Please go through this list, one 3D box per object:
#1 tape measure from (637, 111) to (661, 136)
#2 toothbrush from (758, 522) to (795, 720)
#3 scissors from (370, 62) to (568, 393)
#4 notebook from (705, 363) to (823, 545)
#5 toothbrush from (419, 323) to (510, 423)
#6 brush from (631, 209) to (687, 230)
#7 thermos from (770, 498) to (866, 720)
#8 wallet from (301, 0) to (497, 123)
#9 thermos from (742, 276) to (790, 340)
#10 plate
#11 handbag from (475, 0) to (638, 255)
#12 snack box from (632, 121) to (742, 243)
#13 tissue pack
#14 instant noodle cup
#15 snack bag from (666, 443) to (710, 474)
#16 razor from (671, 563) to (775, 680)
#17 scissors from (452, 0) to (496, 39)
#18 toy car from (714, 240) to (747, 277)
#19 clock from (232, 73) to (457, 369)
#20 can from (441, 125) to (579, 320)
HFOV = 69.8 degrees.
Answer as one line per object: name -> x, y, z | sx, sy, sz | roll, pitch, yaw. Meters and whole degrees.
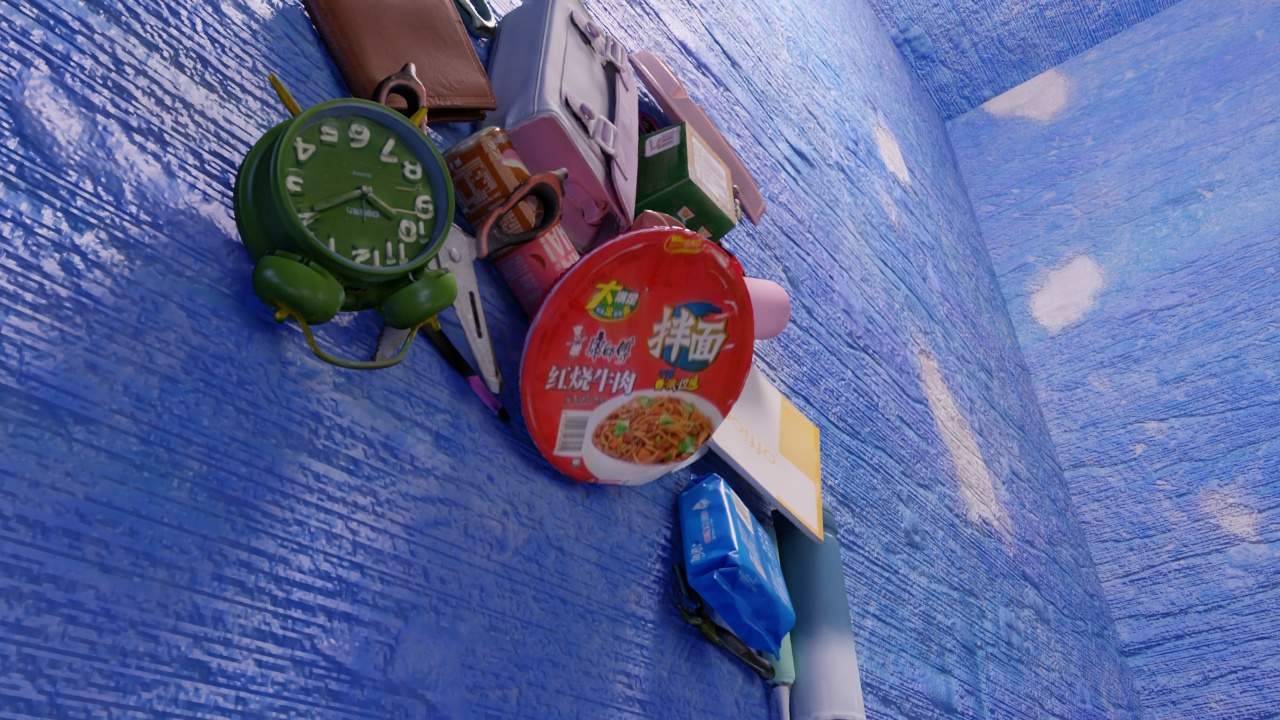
tape measure -> -0.001, -0.227, 0.950 | 0.058, 0.039, 0.057 | 62, 29, 4
toothbrush -> 0.117, 0.246, 0.795 | 0.026, 0.027, 0.224 | 28, 44, -37
scissors -> -0.122, -0.087, 0.597 | 0.189, 0.015, 0.221 | 48, 51, -20
notebook -> 0.124, 0.072, 0.889 | 0.146, 0.010, 0.205 | 43, 25, -10
toothbrush -> -0.139, -0.028, 0.590 | 0.189, 0.018, 0.014 | 53, 40, -24
brush -> 0.034, -0.060, 0.778 | 0.073, 0.063, 0.145 | -159, -135, -89
thermos -> 0.161, 0.229, 0.840 | 0.070, 0.070, 0.220 | 39, 38, -39
wallet -> -0.169, -0.220, 0.659 | 0.124, 0.032, 0.101 | -23, 88, -50
thermos -> 0.077, -0.044, 0.910 | 0.198, 0.067, 0.087 | -2, 92, -55
plate -> 0.065, -0.244, 0.995 | 0.229, 0.028, 0.229 | 51, 8, -10
handbag -> -0.059, -0.209, 0.789 | 0.145, 0.099, 0.196 | 46, 34, -41
snack box -> 0.024, -0.156, 0.866 | 0.117, 0.106, 0.118 | 36, 39, -41
tissue pack -> 0.072, 0.161, 0.732 | 0.095, 0.052, 0.157 | 52, 12, -22
instant noodle cup -> -0.012, -0.007, 0.661 | 0.194, 0.194, 0.066 | 39, -4, -39
snack bag -> -0.005, 0.004, 0.768 | 0.191, 0.039, 0.110 | 68, 22, 2
razor -> 0.065, 0.219, 0.735 | 0.143, 0.022, 0.042 | 48, 11, -28
scissors -> -0.179, -0.293, 0.727 | 0.173, 0.019, 0.178 | 35, 41, -45
toy car -> 0.093, -0.101, 1.019 | 0.106, 0.031, 0.049 | 50, 31, -21
clock -> -0.161, -0.073, 0.515 | 0.116, 0.056, 0.161 | 1, 78, -38
can -> -0.090, -0.097, 0.681 | 0.147, 0.058, 0.057 | 59, 29, -11
